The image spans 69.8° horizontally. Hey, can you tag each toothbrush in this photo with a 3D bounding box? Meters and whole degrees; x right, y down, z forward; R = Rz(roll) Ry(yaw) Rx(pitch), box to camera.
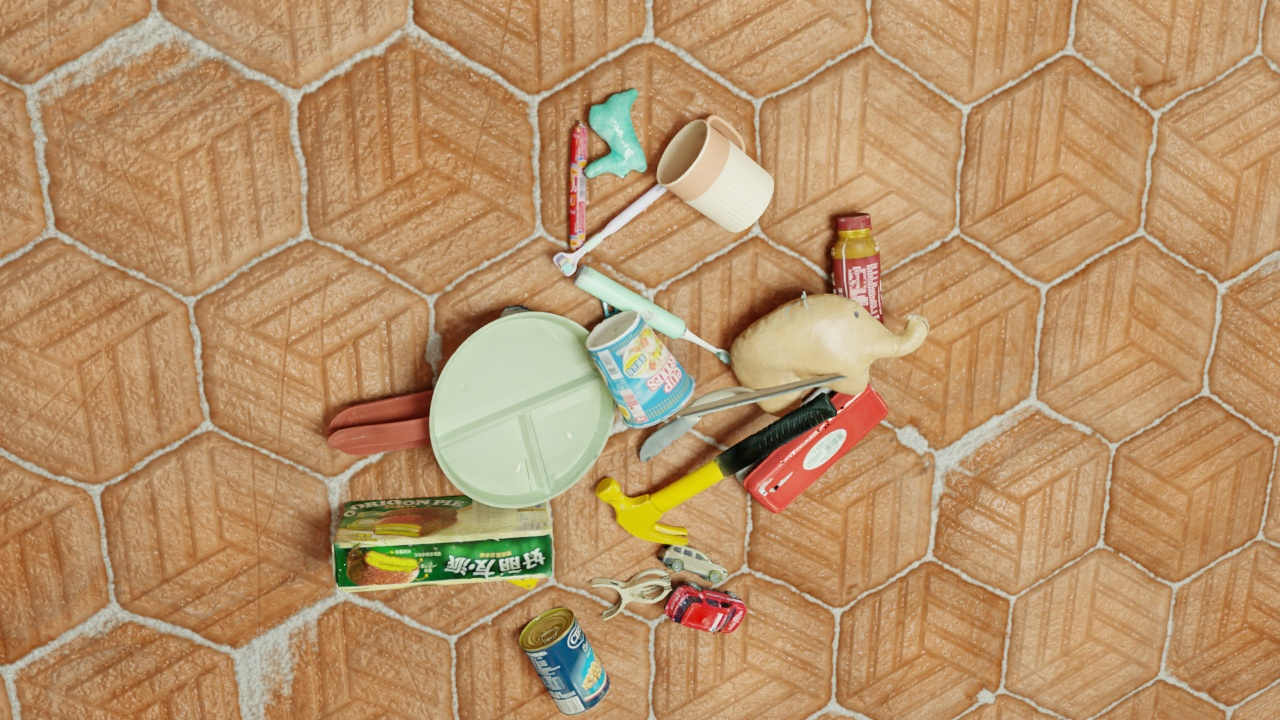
[{"bbox_3d":[0.020,-0.049,1.073,0.224,0.027,0.026,28,112,-23],"label":"toothbrush"},{"bbox_3d":[-0.018,-0.163,1.037,0.189,0.021,0.029,-40,87,-7],"label":"toothbrush"}]

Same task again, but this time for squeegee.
[{"bbox_3d":[0.065,0.065,1.041,0.245,0.247,0.039,-11,75,-38],"label":"squeegee"}]

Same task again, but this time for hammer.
[{"bbox_3d":[0.098,0.127,1.091,0.301,0.032,0.129,-33,115,19],"label":"hammer"}]

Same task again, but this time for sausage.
[{"bbox_3d":[-0.070,-0.190,1.031,0.020,0.020,0.156,0,104,-10],"label":"sausage"}]

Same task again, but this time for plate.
[{"bbox_3d":[-0.132,0.056,1.045,0.229,0.027,0.230,-8,106,-31],"label":"plate"}]

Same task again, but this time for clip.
[{"bbox_3d":[-0.033,-0.051,1.077,0.041,0.014,0.056,-19,106,-5],"label":"clip"},{"bbox_3d":[-0.008,0.294,1.161,0.098,0.034,0.064,-18,107,0],"label":"clip"}]

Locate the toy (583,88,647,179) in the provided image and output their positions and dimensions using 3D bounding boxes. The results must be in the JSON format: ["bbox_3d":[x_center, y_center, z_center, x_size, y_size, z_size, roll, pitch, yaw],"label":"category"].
[{"bbox_3d":[-0.028,-0.243,1.017,0.096,0.030,0.092,-30,106,-14],"label":"toy"}]

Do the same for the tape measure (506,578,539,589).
[{"bbox_3d":[-0.147,0.250,1.127,0.060,0.029,0.057,27,98,-15],"label":"tape measure"}]

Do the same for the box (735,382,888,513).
[{"bbox_3d":[0.213,0.100,1.148,0.201,0.068,0.090,-44,128,4],"label":"box"}]

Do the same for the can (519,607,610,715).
[{"bbox_3d":[-0.093,0.376,1.144,0.075,0.075,0.111,-26,107,-3],"label":"can"}]

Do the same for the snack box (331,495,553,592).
[{"bbox_3d":[-0.223,0.205,1.057,0.240,0.114,0.063,-2,105,-9],"label":"snack box"}]

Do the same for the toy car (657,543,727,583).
[{"bbox_3d":[0.068,0.256,1.157,0.090,0.042,0.035,22,80,-9],"label":"toy car"}]

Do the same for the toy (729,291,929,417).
[{"bbox_3d":[0.214,-0.016,1.060,0.226,0.082,0.143,-22,122,23],"label":"toy"}]

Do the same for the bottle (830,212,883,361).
[{"bbox_3d":[0.258,-0.087,1.094,0.057,0.057,0.175,-9,105,-8],"label":"bottle"}]

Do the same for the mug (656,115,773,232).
[{"bbox_3d":[0.087,-0.214,1.020,0.106,0.082,0.114,31,58,-29],"label":"mug"}]

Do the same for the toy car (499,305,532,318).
[{"bbox_3d":[-0.149,-0.012,1.058,0.049,0.031,0.105,14,100,-15],"label":"toy car"}]

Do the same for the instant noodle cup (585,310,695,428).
[{"bbox_3d":[-0.006,0.006,1.046,0.099,0.099,0.110,-34,114,0],"label":"instant noodle cup"}]

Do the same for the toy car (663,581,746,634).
[{"bbox_3d":[0.086,0.319,1.164,0.120,0.045,0.053,20,104,-36],"label":"toy car"}]

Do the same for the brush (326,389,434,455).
[{"bbox_3d":[-0.280,0.073,1.037,0.145,0.069,0.063,-9,104,-7],"label":"brush"}]
